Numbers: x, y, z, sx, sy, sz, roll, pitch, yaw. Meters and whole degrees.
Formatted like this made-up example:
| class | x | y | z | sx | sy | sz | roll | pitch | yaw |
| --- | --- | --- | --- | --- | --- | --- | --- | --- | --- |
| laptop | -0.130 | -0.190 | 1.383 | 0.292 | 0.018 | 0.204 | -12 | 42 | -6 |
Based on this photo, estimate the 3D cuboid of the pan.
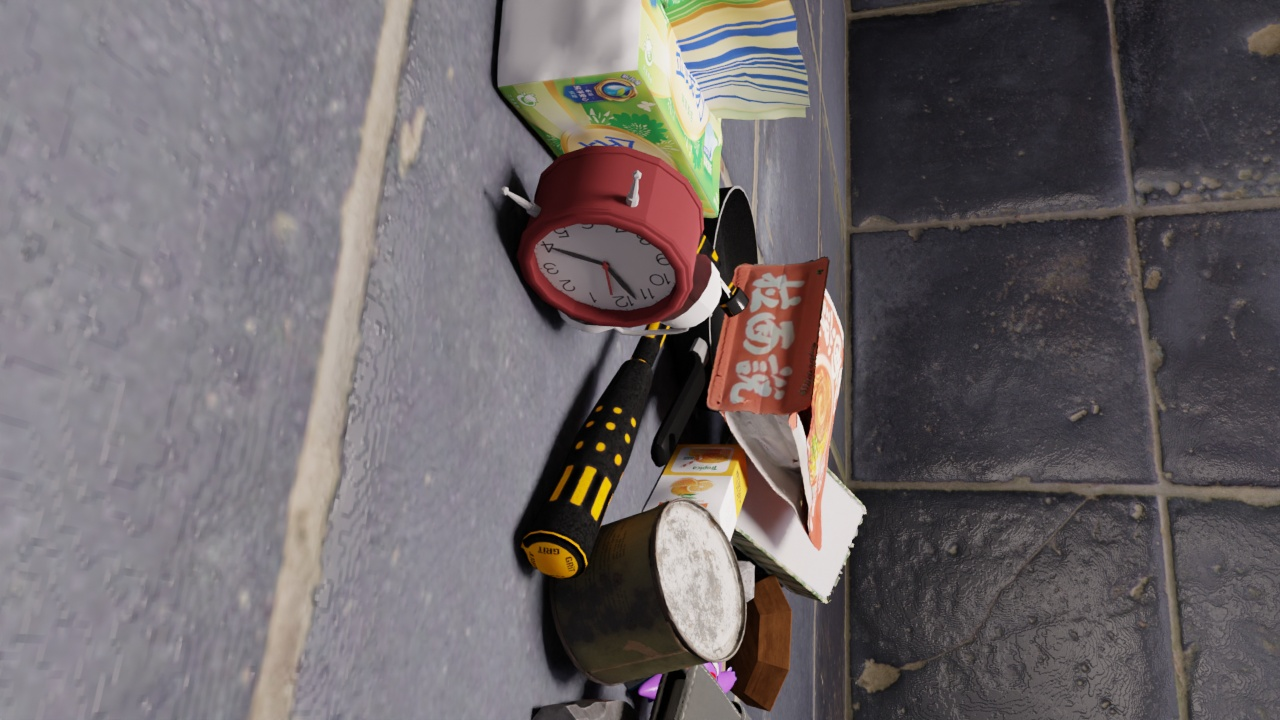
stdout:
| class | x | y | z | sx | sy | sz | roll | pitch | yaw |
| --- | --- | --- | --- | --- | --- | --- | --- | --- | --- |
| pan | 0.049 | -0.019 | 0.766 | 0.354 | 0.044 | 0.204 | -58 | 146 | -57 |

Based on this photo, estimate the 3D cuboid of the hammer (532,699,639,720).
| class | x | y | z | sx | sy | sz | roll | pitch | yaw |
| --- | --- | --- | --- | --- | --- | --- | --- | --- | --- |
| hammer | -0.021 | 0.338 | 0.487 | 0.111 | 0.028 | 0.300 | 33 | 52 | -63 |

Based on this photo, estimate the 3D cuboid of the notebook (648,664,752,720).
| class | x | y | z | sx | sy | sz | roll | pitch | yaw |
| --- | --- | --- | --- | --- | --- | --- | --- | --- | --- |
| notebook | 0.043 | 0.295 | 0.556 | 0.209 | 0.029 | 0.169 | 62 | 37 | -41 |

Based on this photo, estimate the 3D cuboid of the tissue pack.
| class | x | y | z | sx | sy | sz | roll | pitch | yaw |
| --- | --- | --- | --- | --- | --- | --- | --- | --- | --- |
| tissue pack | 0.023 | -0.163 | 0.527 | 0.197 | 0.141 | 0.120 | 23 | 67 | -72 |

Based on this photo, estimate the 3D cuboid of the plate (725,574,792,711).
| class | x | y | z | sx | sy | sz | roll | pitch | yaw |
| --- | --- | --- | --- | --- | --- | --- | --- | --- | --- |
| plate | 0.105 | 0.268 | 0.882 | 0.131 | 0.025 | 0.131 | -171 | -89 | -74 |

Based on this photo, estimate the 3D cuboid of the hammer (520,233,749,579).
| class | x | y | z | sx | sy | sz | roll | pitch | yaw |
| --- | --- | --- | --- | --- | --- | --- | --- | --- | --- |
| hammer | -0.003 | 0.003 | 0.579 | 0.123 | 0.036 | 0.319 | 48 | 38 | -19 |

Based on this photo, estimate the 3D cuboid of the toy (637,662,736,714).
| class | x | y | z | sx | sy | sz | roll | pitch | yaw |
| --- | --- | --- | --- | --- | --- | --- | --- | --- | --- |
| toy | 0.030 | 0.221 | 0.671 | 0.106 | 0.056 | 0.087 | 37 | 37 | -24 |

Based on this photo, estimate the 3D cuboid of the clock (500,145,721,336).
| class | x | y | z | sx | sy | sz | roll | pitch | yaw |
| --- | --- | --- | --- | --- | --- | --- | --- | --- | --- |
| clock | -0.011 | -0.055 | 0.487 | 0.138 | 0.096 | 0.048 | 64 | 30 | -49 |

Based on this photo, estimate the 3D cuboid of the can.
| class | x | y | z | sx | sy | sz | roll | pitch | yaw |
| --- | --- | --- | --- | --- | --- | --- | --- | --- | --- |
| can | 0.005 | 0.131 | 0.516 | 0.090 | 0.075 | 0.089 | 38 | 39 | -41 |

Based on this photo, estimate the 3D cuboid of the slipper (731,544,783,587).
| class | x | y | z | sx | sy | sz | roll | pitch | yaw |
| --- | --- | --- | --- | --- | --- | --- | --- | --- | --- |
| slipper | 0.132 | 0.110 | 0.973 | 0.082 | 0.101 | 0.263 | 32 | 64 | -61 |

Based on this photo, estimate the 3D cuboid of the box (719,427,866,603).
| class | x | y | z | sx | sy | sz | roll | pitch | yaw |
| --- | --- | --- | --- | --- | --- | --- | --- | --- | --- |
| box | 0.139 | 0.143 | 0.887 | 0.205 | 0.050 | 0.117 | 42 | 66 | -38 |

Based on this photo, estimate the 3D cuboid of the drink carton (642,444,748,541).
| class | x | y | z | sx | sy | sz | roll | pitch | yaw |
| --- | --- | --- | --- | --- | --- | --- | --- | --- | --- |
| drink carton | 0.046 | 0.111 | 0.727 | 0.122 | 0.059 | 0.040 | -53 | 139 | -64 |

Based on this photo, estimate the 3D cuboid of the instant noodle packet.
| class | x | y | z | sx | sy | sz | roll | pitch | yaw |
| --- | --- | --- | --- | --- | --- | --- | --- | --- | --- |
| instant noodle packet | 0.137 | 0.044 | 0.800 | 0.221 | 0.084 | 0.164 | 64 | 31 | -44 |

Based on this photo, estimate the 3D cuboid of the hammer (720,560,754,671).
| class | x | y | z | sx | sy | sz | roll | pitch | yaw |
| --- | --- | --- | --- | --- | --- | --- | --- | --- | --- |
| hammer | 0.063 | 0.331 | 0.805 | 0.121 | 0.049 | 0.318 | 11 | 80 | -70 |

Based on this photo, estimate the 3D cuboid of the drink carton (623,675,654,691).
| class | x | y | z | sx | sy | sz | roll | pitch | yaw |
| --- | --- | --- | --- | --- | --- | --- | --- | --- | --- |
| drink carton | 0.019 | 0.167 | 0.618 | 0.044 | 0.039 | 0.128 | 50 | 31 | 4 |
